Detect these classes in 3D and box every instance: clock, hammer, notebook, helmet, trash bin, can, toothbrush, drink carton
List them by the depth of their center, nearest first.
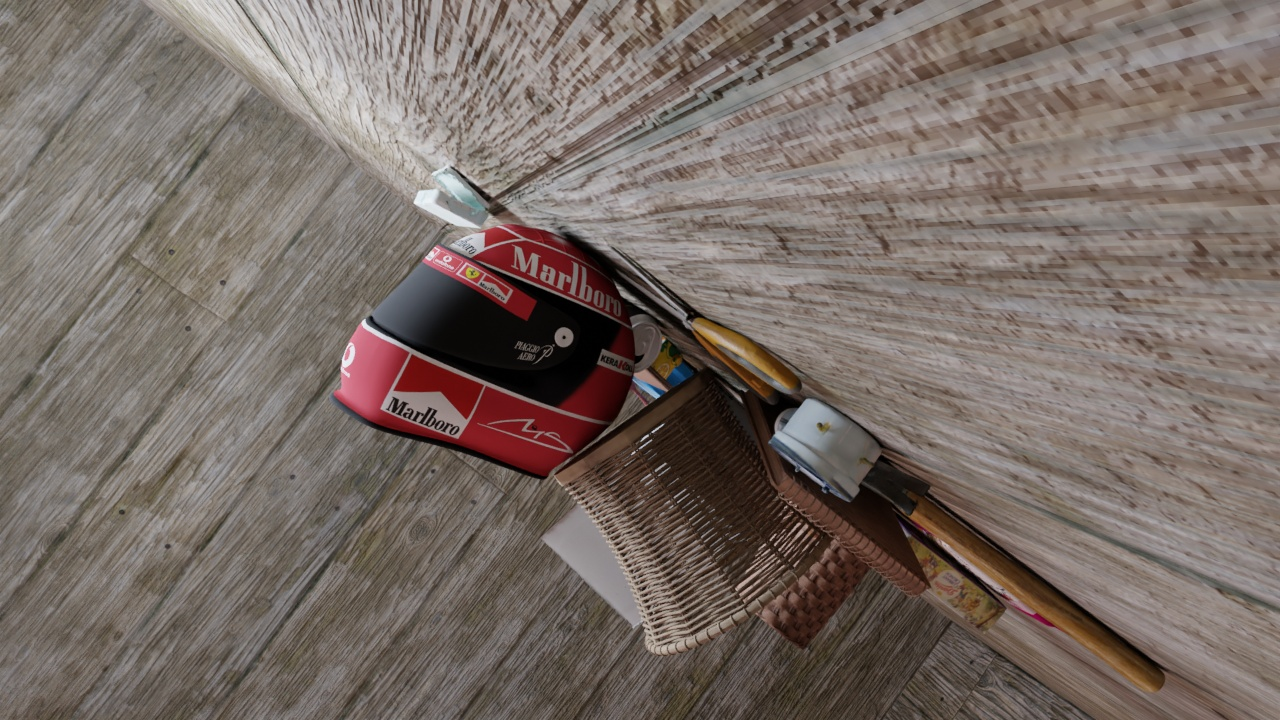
[{"bbox_3d":[0.151,0.074,0.767,0.083,0.057,0.117,36,177,-2],"label":"clock"},{"bbox_3d":[0.321,0.186,0.812,0.330,0.033,0.132,36,176,0],"label":"hammer"},{"bbox_3d":[0.186,0.125,0.884,0.210,0.022,0.169,38,-161,-23],"label":"notebook"},{"bbox_3d":[-0.130,-0.021,0.889,0.270,0.224,0.198,24,-178,-33],"label":"helmet"},{"bbox_3d":[-0.039,-0.039,1.053,0.128,0.072,0.072,34,176,43],"label":"can"},{"bbox_3d":[-0.006,-0.026,1.181,0.122,0.041,0.058,34,176,33],"label":"drink carton"},{"bbox_3d":[0.230,0.259,1.230,0.151,0.210,0.151,37,178,2],"label":"trash bin"},{"bbox_3d":[0.025,0.077,1.277,0.184,0.015,0.016,48,175,-18],"label":"toothbrush"},{"bbox_3d":[0.028,0.020,1.282,0.117,0.060,0.161,33,171,38],"label":"clock"}]

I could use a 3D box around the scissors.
[{"bbox_3d":[0.062,-0.019,0.764,0.225,0.016,0.226,41,176,-25],"label":"scissors"}]

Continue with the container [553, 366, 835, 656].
[{"bbox_3d":[0.045,0.141,0.909,0.196,0.227,0.227,55,177,0],"label":"container"}]

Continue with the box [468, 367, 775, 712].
[{"bbox_3d":[0.002,0.210,1.076,0.167,0.412,0.149,45,172,-4],"label":"box"}]

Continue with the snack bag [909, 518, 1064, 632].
[{"bbox_3d":[0.383,0.238,1.016,0.196,0.016,0.070,38,175,-13],"label":"snack bag"}]

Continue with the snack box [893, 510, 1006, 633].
[{"bbox_3d":[0.333,0.233,1.070,0.148,0.040,0.143,38,-174,-7],"label":"snack box"}]

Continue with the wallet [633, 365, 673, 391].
[{"bbox_3d":[-0.007,0.007,1.140,0.087,0.013,0.121,42,172,-21],"label":"wallet"}]

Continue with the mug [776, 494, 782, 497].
[{"bbox_3d":[0.193,0.152,1.359,0.104,0.084,0.111,11,130,59],"label":"mug"}]

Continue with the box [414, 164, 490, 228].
[{"bbox_3d":[-0.227,-0.191,1.112,0.085,0.070,0.199,58,169,-17],"label":"box"}]

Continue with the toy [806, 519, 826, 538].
[{"bbox_3d":[0.226,0.153,1.117,0.106,0.074,0.085,57,143,-4],"label":"toy"}]
